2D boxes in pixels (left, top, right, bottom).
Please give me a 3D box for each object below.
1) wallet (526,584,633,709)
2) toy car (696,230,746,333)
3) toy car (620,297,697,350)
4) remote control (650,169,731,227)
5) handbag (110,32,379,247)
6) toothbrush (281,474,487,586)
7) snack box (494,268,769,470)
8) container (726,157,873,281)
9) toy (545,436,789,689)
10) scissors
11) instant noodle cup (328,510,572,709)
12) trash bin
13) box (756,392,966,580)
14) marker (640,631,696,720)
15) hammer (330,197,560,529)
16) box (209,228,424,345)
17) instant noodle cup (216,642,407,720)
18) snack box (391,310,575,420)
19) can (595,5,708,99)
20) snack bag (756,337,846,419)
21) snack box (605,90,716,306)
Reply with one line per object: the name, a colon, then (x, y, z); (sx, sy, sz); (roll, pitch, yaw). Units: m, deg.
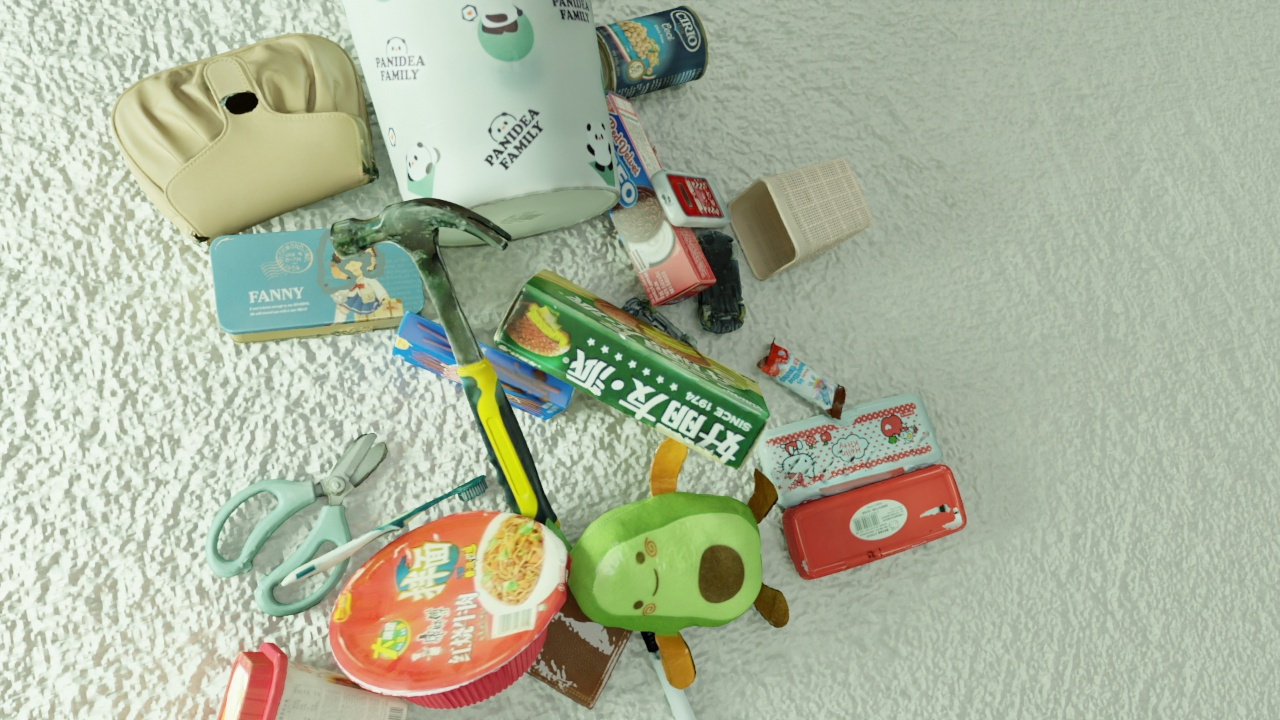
wallet: (-0.071, 0.236, 0.819); (0.124, 0.032, 0.101); (33, 68, -10)
toy car: (0.077, -0.079, 0.930); (0.049, 0.031, 0.105); (-3, 81, -22)
toy car: (0.014, -0.022, 0.896); (0.090, 0.034, 0.042); (38, 67, -6)
remote control: (0.053, -0.158, 0.900); (0.135, 0.020, 0.056); (-15, 78, -64)
handbag: (-0.330, -0.194, 0.783); (0.204, 0.100, 0.147); (-27, 84, -18)
toothbrush: (-0.213, 0.146, 0.786); (0.191, 0.016, 0.018); (-27, 100, -29)
snack box: (-0.005, 0.005, 0.819); (0.240, 0.114, 0.063); (28, 102, -4)
container: (0.166, -0.149, 0.945); (0.110, 0.090, 0.090); (-22, 86, -24)
toy: (0.038, 0.179, 0.820); (0.246, 0.090, 0.227); (-2, 87, -31)
scissors: (-0.269, 0.137, 0.780); (0.179, 0.019, 0.139); (-40, 92, -22)
instant noodle cup: (-0.145, 0.207, 0.739); (0.193, 0.194, 0.066); (-26, 123, -21)
trash bin: (-0.134, -0.243, 0.801); (0.229, 0.230, 0.252); (-12, 88, -20)
box: (0.227, 0.124, 0.935); (0.200, 0.038, 0.157); (-13, 83, -19)
marker: (0.029, 0.296, 0.845); (0.022, 0.018, 0.130); (-22, 86, -30)
hammer: (-0.130, 0.019, 0.755); (0.126, 0.031, 0.323); (-14, 117, 9)
box: (-0.283, -0.066, 0.795); (0.184, 0.060, 0.089); (-9, 81, -21)
instant noodle cup: (-0.257, 0.288, 0.708); (0.124, 0.117, 0.116); (19, 74, -25)
snack box: (-0.141, 0.008, 0.812); (0.157, 0.085, 0.026); (24, 73, -12)
can: (0.003, -0.309, 0.930); (0.111, 0.075, 0.075); (-21, 86, -20)
snack bag: (0.166, 0.020, 0.941); (0.105, 0.026, 0.045); (33, 48, -9)
snack box: (0.001, -0.156, 0.893); (0.057, 0.058, 0.207); (-27, 85, 23)
